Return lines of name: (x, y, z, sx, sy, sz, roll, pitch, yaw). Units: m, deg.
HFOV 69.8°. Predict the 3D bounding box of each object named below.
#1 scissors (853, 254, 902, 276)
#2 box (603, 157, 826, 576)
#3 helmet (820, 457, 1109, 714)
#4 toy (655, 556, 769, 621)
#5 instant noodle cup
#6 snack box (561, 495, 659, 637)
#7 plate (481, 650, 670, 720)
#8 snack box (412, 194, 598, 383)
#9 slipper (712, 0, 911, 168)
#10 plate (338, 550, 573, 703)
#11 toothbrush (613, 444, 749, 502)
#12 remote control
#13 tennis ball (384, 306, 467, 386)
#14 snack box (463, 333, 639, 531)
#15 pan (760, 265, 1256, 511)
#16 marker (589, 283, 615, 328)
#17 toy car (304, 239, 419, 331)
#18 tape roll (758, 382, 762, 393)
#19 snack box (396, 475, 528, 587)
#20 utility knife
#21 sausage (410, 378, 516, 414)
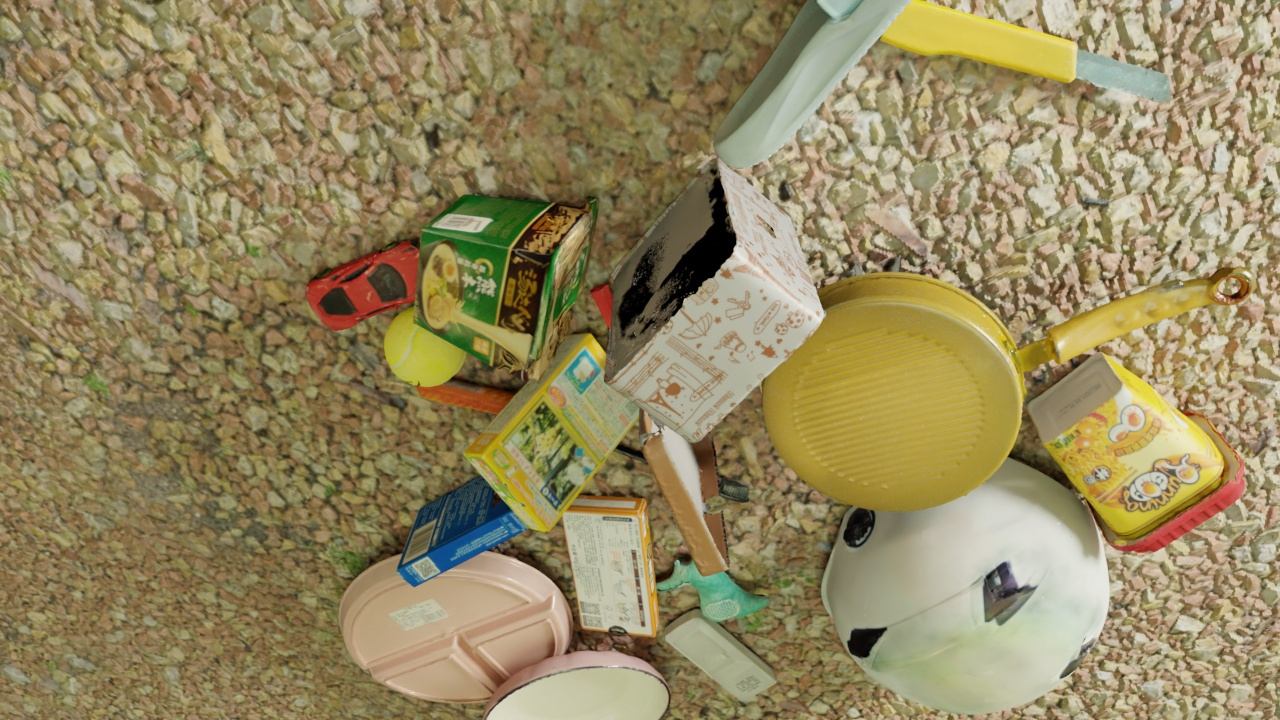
scissors: (0.187, 0.001, 0.753, 0.164, 0.014, 0.165, 40, 113, -19)
box: (0.037, 0.003, 0.664, 0.136, 0.179, 0.270, 7, 120, -4)
helmet: (0.287, 0.219, 0.801, 0.229, 0.145, 0.259, 39, 115, -19)
toy: (0.062, 0.215, 0.877, 0.097, 0.030, 0.092, -25, 112, 24)
instant noodle cup: (0.387, 0.069, 0.735, 0.123, 0.115, 0.116, 42, 114, -7)
snack box: (-0.026, 0.194, 0.861, 0.075, 0.026, 0.154, 2, 121, 14)
plate: (-0.066, 0.345, 0.931, 0.192, 0.039, 0.193, -8, 134, -8)
snack box: (-0.102, -0.064, 0.675, 0.105, 0.118, 0.118, 17, 120, 4)
slipper: (0.114, -0.229, 0.573, 0.074, 0.103, 0.246, 31, 123, -13)
plate: (-0.181, 0.269, 0.900, 0.229, 0.028, 0.230, -1, 127, -1)
toothbrush: (0.014, 0.088, 0.811, 0.189, 0.014, 0.017, 22, 111, -10)
remote control: (0.080, 0.299, 0.927, 0.049, 0.024, 0.125, -38, 113, 22)
tennis ball: (-0.170, -0.012, 0.728, 0.065, 0.065, 0.066, 1, 121, 2)
snack box: (-0.064, 0.055, 0.730, 0.034, 0.140, 0.087, -4, 130, 49)
pan: (0.265, 0.002, 0.688, 0.358, 0.078, 0.198, -15, 113, 24)
marker: (-0.004, 0.004, 0.748, 0.017, 0.017, 0.145, -20, 110, 13)
toy car: (-0.212, -0.059, 0.724, 0.106, 0.031, 0.049, -20, 119, 11)
tape roll: (0.140, 0.013, 0.751, 0.086, 0.013, 0.086, 5, 116, 10)
snack box: (-0.137, 0.132, 0.801, 0.157, 0.084, 0.026, -29, 115, 18)
utility knife: (0.257, -0.208, 0.623, 0.223, 0.015, 0.033, 14, 119, -3)
sausage: (-0.113, 0.037, 0.780, 0.165, 0.021, 0.021, 13, 120, -5)
